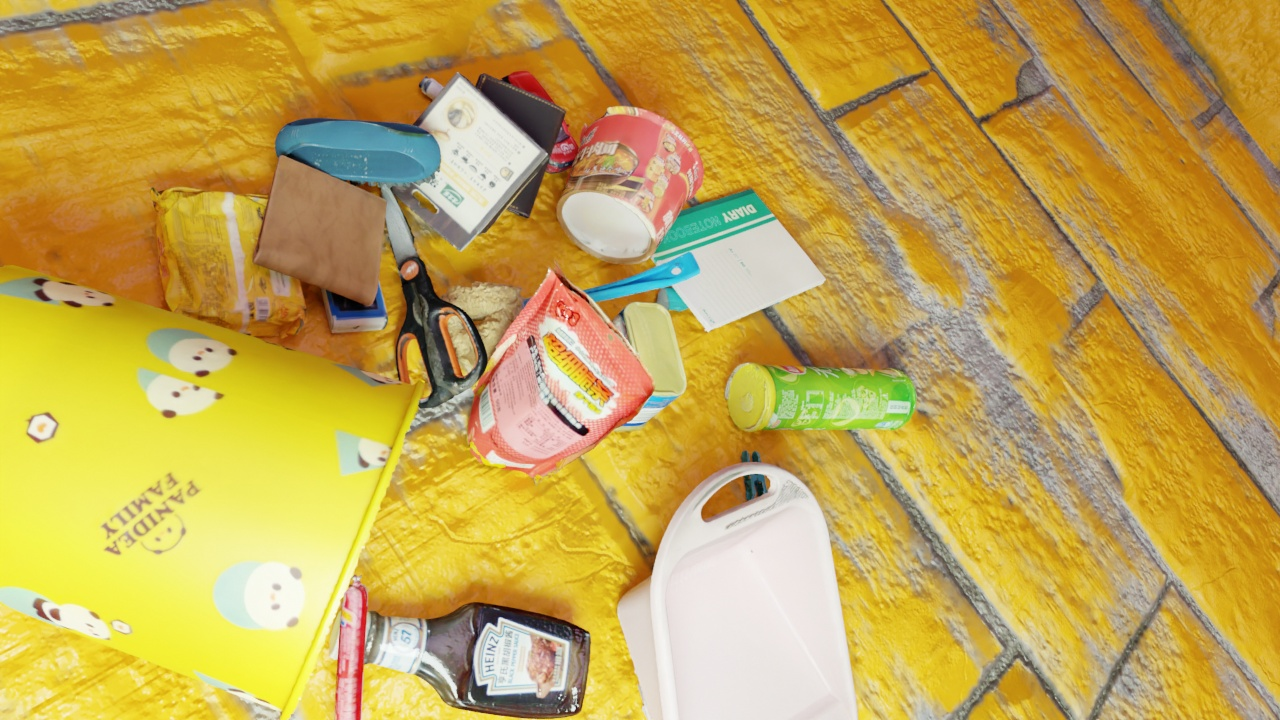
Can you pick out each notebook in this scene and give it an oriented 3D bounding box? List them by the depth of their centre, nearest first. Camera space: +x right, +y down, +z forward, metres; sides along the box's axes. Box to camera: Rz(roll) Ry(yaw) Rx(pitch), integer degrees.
[{"bbox_3d":[0.103,-0.120,1.047,0.208,0.012,0.150,-24,70,-39],"label":"notebook"}]

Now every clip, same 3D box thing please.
[{"bbox_3d":[0.116,0.118,0.931,0.046,0.014,0.057,5,63,-27],"label":"clip"}]

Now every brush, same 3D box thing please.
[{"bbox_3d":[-0.249,-0.187,0.810,0.144,0.073,0.055,3,83,-6],"label":"brush"},{"bbox_3d":[-0.067,-0.055,0.837,0.254,0.046,0.083,-16,61,-12],"label":"brush"}]

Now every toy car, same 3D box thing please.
[{"bbox_3d":[-0.110,-0.256,0.981,0.052,0.045,0.120,-31,85,-38],"label":"toy car"}]

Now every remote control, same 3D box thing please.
[{"bbox_3d":[-0.259,-0.083,0.803,0.049,0.024,0.125,-6,68,-34],"label":"remote control"}]

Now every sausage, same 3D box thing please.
[{"bbox_3d":[-0.202,0.226,0.637,0.020,0.020,0.156,3,87,-30],"label":"sausage"}]

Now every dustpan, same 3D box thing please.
[{"bbox_3d":[0.098,0.235,0.774,0.222,0.139,0.273,-18,74,-38],"label":"dustpan"}]

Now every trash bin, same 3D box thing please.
[{"bbox_3d":[-0.297,0.073,0.575,0.255,0.230,0.229,23,54,-13],"label":"trash bin"}]

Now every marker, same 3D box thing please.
[{"bbox_3d":[-0.173,-0.248,0.954,0.130,0.018,0.022,35,61,-11],"label":"marker"}]

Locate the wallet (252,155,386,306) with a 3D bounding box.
[{"bbox_3d":[-0.267,-0.110,0.777,0.101,0.020,0.115,23,49,-33],"label":"wallet"}]

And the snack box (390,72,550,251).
[{"bbox_3d":[-0.169,-0.187,0.874,0.113,0.126,0.053,42,7,-6],"label":"snack box"}]

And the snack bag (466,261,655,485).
[{"bbox_3d":[-0.073,0.022,0.741,0.073,0.208,0.128,-28,80,-40],"label":"snack bag"}]

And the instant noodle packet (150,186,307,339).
[{"bbox_3d":[-0.333,-0.076,0.741,0.110,0.044,0.128,-1,68,-34],"label":"instant noodle packet"}]

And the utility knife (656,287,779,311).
[{"bbox_3d":[0.087,-0.067,1.016,0.171,0.013,0.029,-2,68,-31],"label":"utility knife"}]

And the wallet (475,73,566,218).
[{"bbox_3d":[-0.138,-0.218,0.930,0.096,0.020,0.122,21,80,-16],"label":"wallet"}]

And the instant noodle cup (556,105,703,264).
[{"bbox_3d":[-0.015,-0.171,0.941,0.138,0.138,0.108,31,60,-14],"label":"instant noodle cup"}]

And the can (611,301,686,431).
[{"bbox_3d":[-0.005,0.005,0.873,0.057,0.083,0.102,0,64,-32],"label":"can"}]

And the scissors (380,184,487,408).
[{"bbox_3d":[-0.211,-0.060,0.809,0.235,0.125,0.021,48,6,24],"label":"scissors"}]

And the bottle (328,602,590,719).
[{"bbox_3d":[-0.134,0.223,0.698,0.194,0.044,0.079,17,64,-22],"label":"bottle"}]

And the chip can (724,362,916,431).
[{"bbox_3d":[0.200,0.041,0.989,0.221,0.073,0.072,3,63,-31],"label":"chip can"}]
